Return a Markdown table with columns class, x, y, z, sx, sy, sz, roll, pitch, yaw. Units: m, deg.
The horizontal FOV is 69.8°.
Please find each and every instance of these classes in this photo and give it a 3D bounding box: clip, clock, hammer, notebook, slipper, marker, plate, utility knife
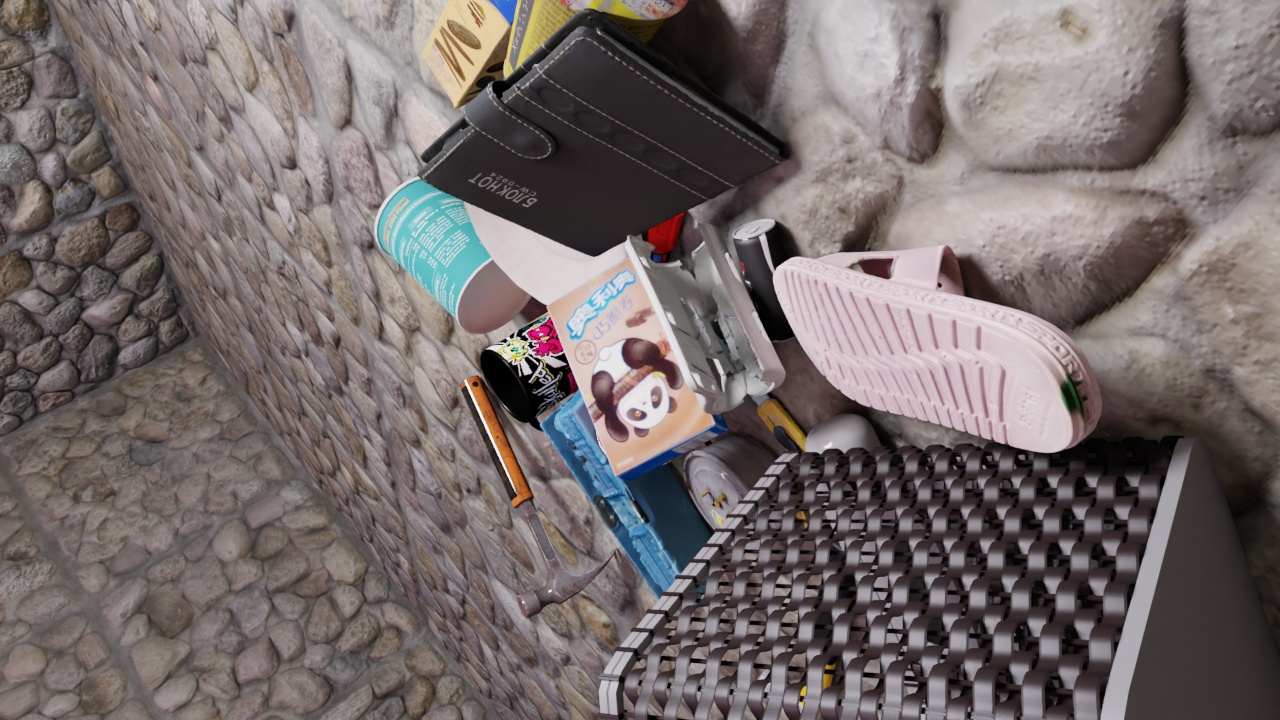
| class | x | y | z | sx | sy | sz | roll | pitch | yaw |
| --- | --- | --- | --- | --- | --- | --- | --- | --- | --- |
| clip | 0.062 | -0.026 | 0.638 | 0.099 | 0.152 | 0.126 | -31 | 64 | 24 |
| clock | 0.093 | 0.117 | 0.781 | 0.148 | 0.056 | 0.104 | 19 | 135 | 52 |
| hammer | 0.170 | 0.263 | 0.846 | 0.127 | 0.029 | 0.324 | 36 | 145 | 33 |
| notebook | -0.034 | -0.134 | 0.607 | 0.169 | 0.029 | 0.210 | 22 | 152 | -33 |
| slipper | 0.165 | -0.016 | 0.520 | 0.239 | 0.064 | 0.094 | 29 | 148 | 62 |
| marker | 0.012 | -0.073 | 0.744 | 0.023 | 0.021 | 0.145 | 30 | 146 | 12 |
| hammer | -0.146 | 0.156 | 1.175 | 0.314 | 0.137 | 0.035 | 63 | 155 | 17 |
| plate | -0.071 | -0.121 | 0.764 | 0.189 | 0.027 | 0.189 | 24 | 139 | 23 |
| utility knife | 0.121 | 0.063 | 0.727 | 0.217 | 0.019 | 0.031 | 54 | 143 | 10 |

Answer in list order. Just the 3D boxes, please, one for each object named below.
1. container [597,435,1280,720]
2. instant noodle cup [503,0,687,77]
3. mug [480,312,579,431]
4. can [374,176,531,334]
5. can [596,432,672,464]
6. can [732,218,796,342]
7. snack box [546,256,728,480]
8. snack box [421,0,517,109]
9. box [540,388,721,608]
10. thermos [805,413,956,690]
| class | x | y | z | sx | sy | sz | roll | pitch | yaw |
| --- | --- | --- | --- | --- | --- | --- | --- | --- | --- |
| container | 0.178 | 0.194 | 0.490 | 0.244 | 0.244 | 0.247 | -13 | 109 | 43 |
| instant noodle cup | -0.036 | -0.212 | 0.575 | 0.100 | 0.100 | 0.113 | 52 | 145 | 7 |
| mug | -0.091 | 0.017 | 0.917 | 0.082 | 0.098 | 0.118 | 25 | 139 | 44 |
| can | -0.188 | -0.109 | 0.936 | 0.144 | 0.099 | 0.099 | 41 | 149 | 26 |
| can | 0.000 | 0.026 | 0.786 | 0.086 | 0.086 | 0.117 | 39 | 154 | 29 |
| can | 0.089 | -0.054 | 0.630 | 0.032 | 0.031 | 0.080 | 13 | 130 | 53 |
| snack box | -0.004 | 0.004 | 0.694 | 0.034 | 0.087 | 0.151 | 26 | -142 | -64 |
| snack box | -0.106 | -0.264 | 0.688 | 0.056 | 0.057 | 0.207 | 58 | 152 | -6 |
| box | -0.006 | 0.128 | 0.892 | 0.054 | 0.093 | 0.231 | -25 | 105 | 31 |
| thermos | 0.183 | 0.142 | 0.669 | 0.052 | 0.052 | 0.224 | -3 | 117 | 59 |
